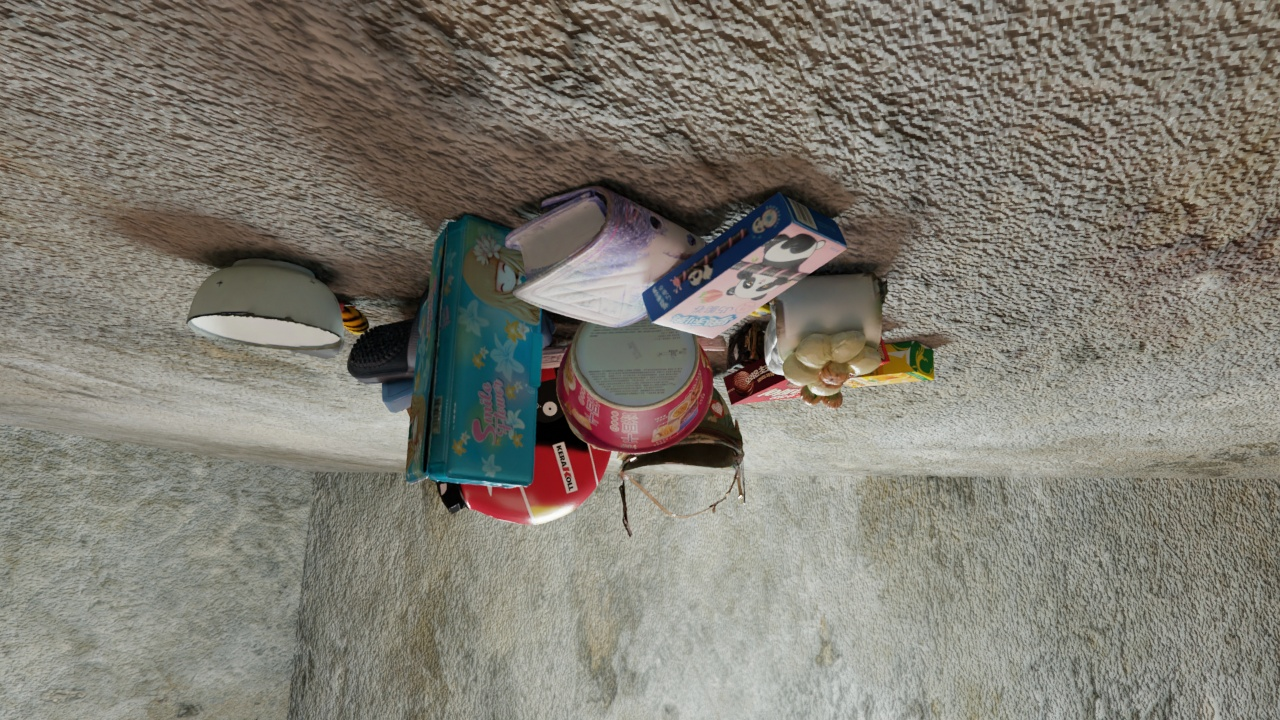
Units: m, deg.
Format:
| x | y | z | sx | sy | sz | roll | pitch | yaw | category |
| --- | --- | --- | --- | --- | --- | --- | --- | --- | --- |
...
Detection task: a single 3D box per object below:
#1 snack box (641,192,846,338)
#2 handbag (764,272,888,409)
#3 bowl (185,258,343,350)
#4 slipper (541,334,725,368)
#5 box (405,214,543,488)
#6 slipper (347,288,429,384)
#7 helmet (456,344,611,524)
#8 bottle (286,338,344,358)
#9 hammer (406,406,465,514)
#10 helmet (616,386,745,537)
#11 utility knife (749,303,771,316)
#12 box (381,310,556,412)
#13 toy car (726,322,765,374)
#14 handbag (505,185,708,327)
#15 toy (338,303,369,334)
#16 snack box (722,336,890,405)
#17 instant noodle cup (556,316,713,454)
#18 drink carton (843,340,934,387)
| x | y | z | sx | sy | sz | roll | pitch | yaw | category |
| --- | --- | --- | --- | --- | --- | --- | --- | --- | --- |
| 0.085 | -0.074 | 0.766 | 0.155 | 0.033 | 0.087 | -34 | 151 | 32 | snack box |
| 0.184 | -0.016 | 0.935 | 0.112 | 0.123 | 0.171 | -4 | 162 | 3 | handbag |
| -0.387 | -0.060 | 0.961 | 0.153 | 0.072 | 0.153 | 3 | 168 | 0 | bowl |
| -0.016 | 0.004 | 1.112 | 0.239 | 0.064 | 0.094 | -5 | -175 | -7 | slipper |
| -0.161 | -0.001 | 0.823 | 0.117 | 0.226 | 0.097 | -11 | 163 | 44 | box |
| -0.233 | -0.037 | 1.012 | 0.264 | 0.101 | 0.082 | -8 | 140 | 26 | slipper |
| -0.150 | 0.079 | 1.214 | 0.224 | 0.271 | 0.198 | -18 | 172 | -9 | helmet |
| -0.428 | -0.033 | 1.154 | 0.047 | 0.047 | 0.112 | -7 | 164 | 37 | bottle |
| -0.317 | 0.103 | 1.354 | 0.040 | 0.306 | 0.132 | -27 | -139 | -20 | hammer |
| 0.060 | 0.138 | 1.388 | 0.192 | 0.236 | 0.224 | 0 | 179 | -11 | helmet |
| 0.063 | -0.074 | 0.957 | 0.227 | 0.019 | 0.031 | 17 | 152 | -41 | utility knife |
| -0.202 | -0.005 | 1.077 | 0.209 | 0.047 | 0.122 | -22 | -170 | 1 | box |
| 0.139 | -0.012 | 1.136 | 0.047 | 0.047 | 0.112 | 10 | 167 | -9 | toy car |
| -0.021 | -0.090 | 0.785 | 0.127 | 0.069 | 0.158 | -25 | 155 | 33 | handbag |
| -0.369 | -0.050 | 1.071 | 0.103 | 0.046 | 0.084 | 4 | 162 | -25 | toy |
| 0.203 | 0.011 | 1.121 | 0.151 | 0.035 | 0.133 | -4 | 162 | -40 | snack box |
| -0.006 | 0.006 | 1.007 | 0.178 | 0.178 | 0.078 | 2 | 152 | 1 | instant noodle cup |
| 0.316 | 0.006 | 1.207 | 0.123 | 0.041 | 0.058 | -7 | 165 | 40 | drink carton |
